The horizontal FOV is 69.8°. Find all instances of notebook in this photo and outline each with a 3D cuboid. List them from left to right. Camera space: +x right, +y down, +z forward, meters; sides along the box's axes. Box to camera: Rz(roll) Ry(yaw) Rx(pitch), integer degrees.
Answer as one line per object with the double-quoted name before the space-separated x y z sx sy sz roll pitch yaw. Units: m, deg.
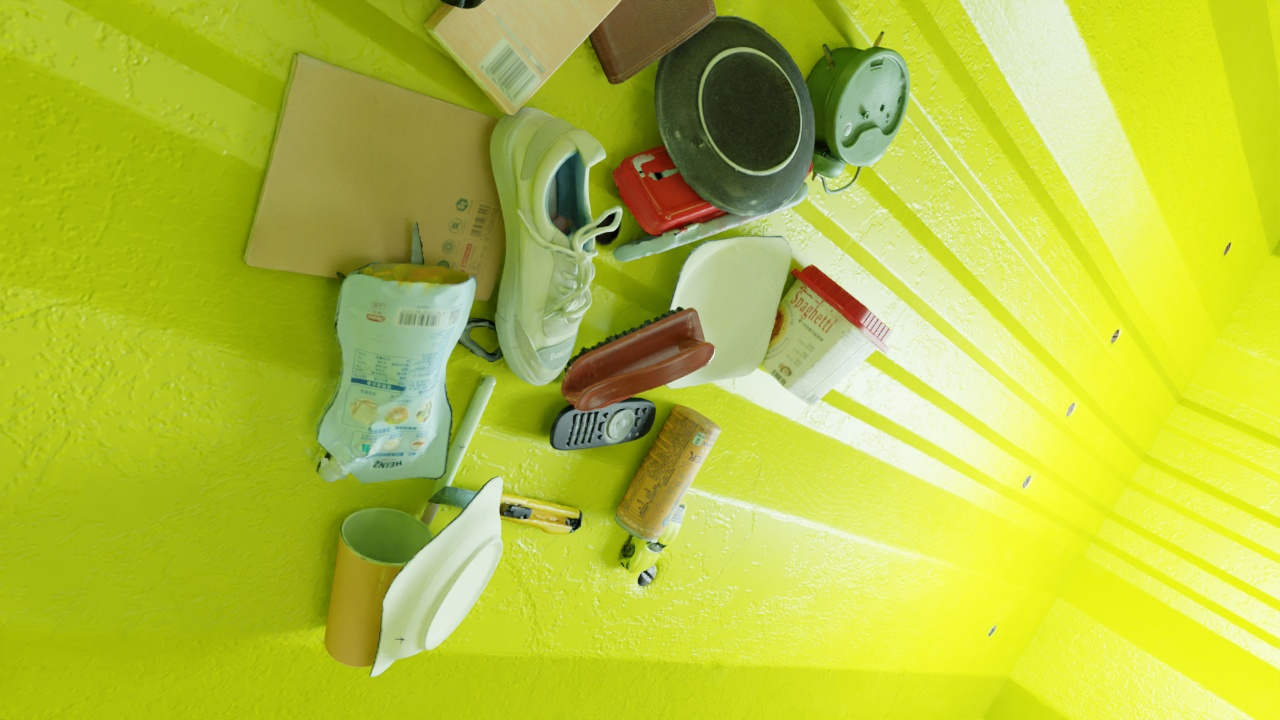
"notebook" -0.175 -0.125 0.683 0.207 0.008 0.148 6 110 -46

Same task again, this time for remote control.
"remote control" -0.040 0.061 0.919 0.136 0.024 0.053 -3 115 -44

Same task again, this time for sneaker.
"sneaker" -0.062 -0.078 0.744 0.089 0.091 0.243 -36 139 -42

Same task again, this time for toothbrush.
"toothbrush" -0.169 0.099 0.825 0.020 0.029 0.190 22 99 -7

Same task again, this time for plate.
"plate" -0.165 0.193 0.796 0.163 0.034 0.165 -46 163 -48
"plate" 0.080 -0.054 0.953 0.164 0.034 0.164 -9 120 -41
"plate" 0.092 -0.217 0.805 0.179 0.024 0.179 2 87 -32

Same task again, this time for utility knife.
"utility knife" -0.122 0.146 0.887 0.223 0.015 0.033 26 93 -54

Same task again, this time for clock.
"clock" 0.216 -0.248 0.945 0.115 0.056 0.161 -23 129 -32

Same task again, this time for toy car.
"toy car" 0.018 0.203 1.059 0.048 0.032 0.105 29 95 -49

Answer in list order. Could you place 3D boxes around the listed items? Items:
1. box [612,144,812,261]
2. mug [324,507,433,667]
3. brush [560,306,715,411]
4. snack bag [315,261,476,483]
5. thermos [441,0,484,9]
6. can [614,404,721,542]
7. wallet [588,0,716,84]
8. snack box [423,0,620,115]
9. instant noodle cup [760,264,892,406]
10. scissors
"box" 0.061 -0.151 0.860 0.201 0.095 0.101 -24 168 -31
"mug" -0.231 0.198 0.789 0.078 0.078 0.123 -1 120 -44
"brush" -0.005 0.005 0.858 0.145 0.069 0.063 -23 120 -10
"snack bag" -0.191 0.017 0.717 0.110 0.039 0.191 -7 124 -41
"thermos" -0.102 -0.298 0.588 0.143 0.093 0.093 -51 139 -17
"can" 0.029 0.122 0.998 0.058 0.058 0.146 23 98 -49
"wallet" 0.002 -0.294 0.731 0.124 0.032 0.101 -40 133 -19
"snack box" -0.071 -0.263 0.659 0.157 0.026 0.084 -47 128 -2
"instant noodle cup" 0.197 -0.025 1.034 0.124 0.116 0.116 -50 140 9
"scissors" -0.171 -0.028 0.736 0.159 0.014 0.181 -7 124 -40
